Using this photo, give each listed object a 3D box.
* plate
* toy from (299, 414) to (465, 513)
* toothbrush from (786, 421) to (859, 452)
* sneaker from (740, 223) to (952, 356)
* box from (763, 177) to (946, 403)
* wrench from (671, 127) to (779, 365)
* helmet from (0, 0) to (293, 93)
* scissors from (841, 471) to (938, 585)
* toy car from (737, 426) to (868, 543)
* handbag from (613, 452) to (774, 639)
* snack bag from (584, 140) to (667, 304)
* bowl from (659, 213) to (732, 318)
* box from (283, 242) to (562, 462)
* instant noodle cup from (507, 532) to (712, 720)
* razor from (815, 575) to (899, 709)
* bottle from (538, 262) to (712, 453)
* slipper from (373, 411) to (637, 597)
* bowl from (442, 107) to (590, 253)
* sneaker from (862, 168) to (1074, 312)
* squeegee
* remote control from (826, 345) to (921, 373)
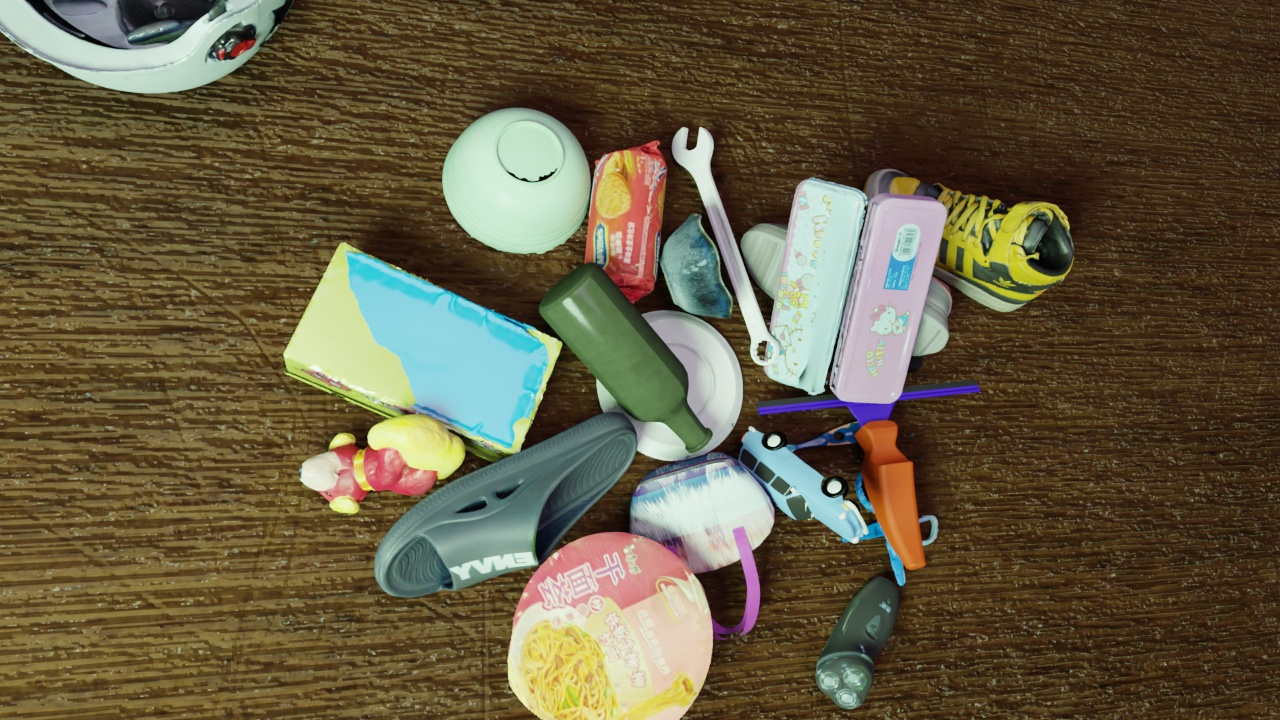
[{"bbox_3d":[0.033,0.023,0.927,0.157,0.014,0.156,4,76,-16],"label":"plate"},{"bbox_3d":[-0.217,0.089,0.796,0.137,0.105,0.067,-18,51,10],"label":"toy"},{"bbox_3d":[0.201,0.081,0.962,0.135,0.017,0.021,-12,85,-19],"label":"toothbrush"},{"bbox_3d":[0.223,-0.095,0.972,0.236,0.099,0.089,28,54,1],"label":"sneaker"},{"bbox_3d":[0.204,-0.063,0.902,0.149,0.050,0.214,12,114,11],"label":"box"},{"bbox_3d":[0.090,-0.123,0.958,0.009,0.047,0.273,-2,70,-53],"label":"wrench"},{"bbox_3d":[-0.423,-0.340,0.801,0.236,0.164,0.263,31,76,-3],"label":"helmet"},{"bbox_3d":[0.260,0.172,0.956,0.130,0.014,0.125,1,68,-20],"label":"scissors"},{"bbox_3d":[0.151,0.121,0.874,0.054,0.153,0.056,-43,134,-9],"label":"toy car"},{"bbox_3d":[0.063,0.180,0.870,0.144,0.068,0.170,-17,92,6],"label":"handbag"},{"bbox_3d":[-0.016,-0.132,0.920,0.082,0.082,0.176,10,75,-15],"label":"snack bag"},{"bbox_3d":[0.052,-0.089,0.924,0.055,0.110,0.110,-20,82,2],"label":"bowl"},{"bbox_3d":[-0.193,-0.001,0.833,0.221,0.082,0.124,23,72,-13],"label":"box"},{"bbox_3d":[-0.032,0.245,0.819,0.178,0.078,0.178,4,77,-15],"label":"instant noodle cup"},{"bbox_3d":[0.219,0.270,0.896,0.053,0.064,0.140,42,58,-4],"label":"razor"},{"bbox_3d":[-0.005,0.005,0.864,0.071,0.072,0.207,-48,110,-21],"label":"bottle"},{"bbox_3d":[-0.097,0.141,0.801,0.267,0.111,0.083,-28,53,-27],"label":"slipper"},{"bbox_3d":[-0.116,-0.187,0.902,0.150,0.077,0.150,4,75,-15],"label":"bowl"},{"bbox_3d":[0.368,-0.148,1.015,0.238,0.122,0.085,32,68,-8],"label":"sneaker"},{"bbox_3d":[0.253,0.120,0.934,0.249,0.055,0.184,-5,65,-12],"label":"squeegee"},{"bbox_3d":[0.242,-0.003,0.997,0.136,0.015,0.032,-1,77,-17],"label":"remote control"}]
